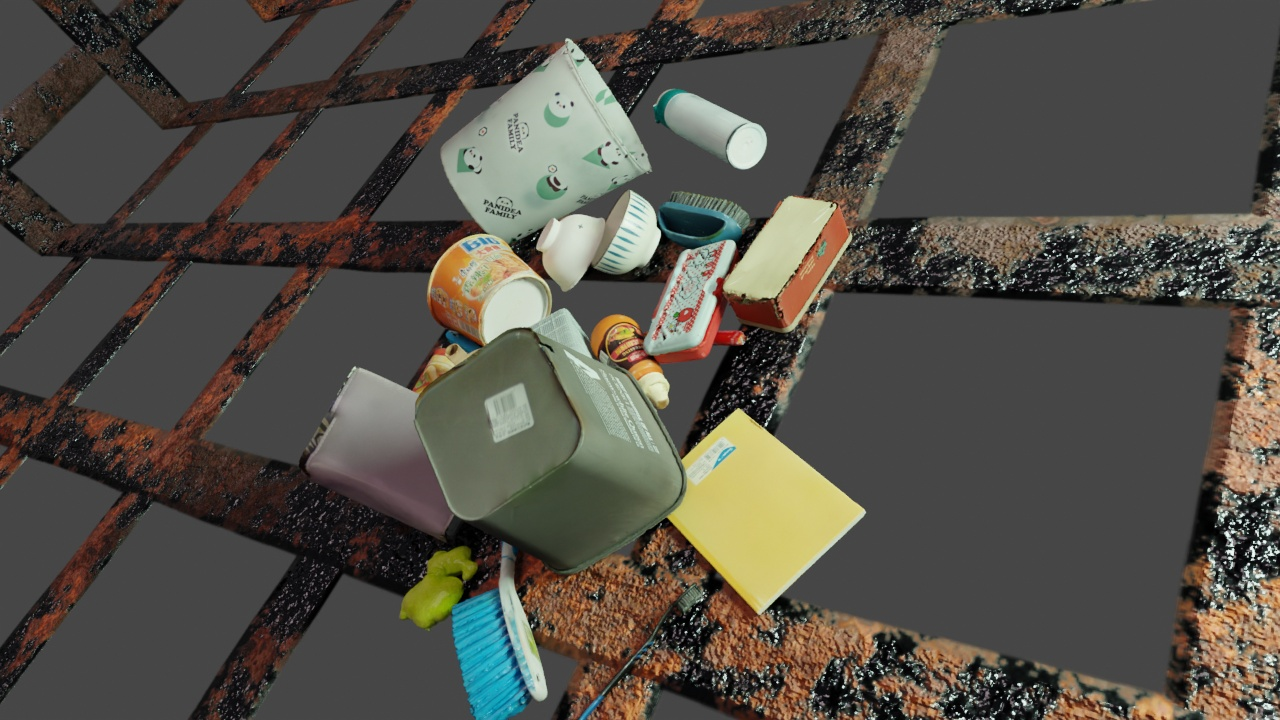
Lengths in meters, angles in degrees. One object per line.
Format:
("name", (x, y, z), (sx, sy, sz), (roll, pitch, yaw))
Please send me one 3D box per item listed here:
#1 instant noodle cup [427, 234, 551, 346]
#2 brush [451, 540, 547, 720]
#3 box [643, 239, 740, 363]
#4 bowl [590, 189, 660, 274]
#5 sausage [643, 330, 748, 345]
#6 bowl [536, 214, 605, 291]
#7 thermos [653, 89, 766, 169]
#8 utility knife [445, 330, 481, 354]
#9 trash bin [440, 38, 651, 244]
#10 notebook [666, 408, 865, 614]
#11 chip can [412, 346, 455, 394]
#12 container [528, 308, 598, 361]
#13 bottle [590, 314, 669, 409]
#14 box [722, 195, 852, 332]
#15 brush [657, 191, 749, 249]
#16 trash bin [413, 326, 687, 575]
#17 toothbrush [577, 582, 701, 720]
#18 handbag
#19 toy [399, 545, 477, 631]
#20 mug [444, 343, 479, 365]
("instant noodle cup", (-0.202, -0.085, 1.271), (0.151, 0.151, 0.111), (-47, 51, -12))
("brush", (-0.157, 0.252, 1.004), (0.109, 0.060, 0.314), (-30, 40, -1))
("box", (0.064, -0.078, 1.135), (0.087, 0.047, 0.200), (-6, 41, 28))
("bowl", (-0.014, -0.168, 1.259), (0.117, 0.066, 0.116), (-58, 16, 27))
("sausage", (0.063, -0.027, 1.131), (0.156, 0.020, 0.020), (1, 53, 34))
("bowl", (-0.107, -0.163, 1.294), (0.119, 0.064, 0.118), (-51, 23, 31))
("thermos", (0.099, -0.353, 1.369), (0.073, 0.073, 0.224), (-40, 42, -5))
("utility knife", (-0.215, -0.001, 1.280), (0.018, 0.034, 0.186), (-43, 43, -20))
("trash bin", (-0.149, -0.318, 1.393), (0.252, 0.229, 0.229), (-30, 42, 13))
("notebook", (0.111, 0.147, 0.949), (0.145, 0.010, 0.206), (-42, 42, -7))
("chip can", (-0.292, 0.085, 1.224), (0.073, 0.073, 0.216), (1, 53, 34))
("container", (-0.102, 0.004, 1.161), (0.090, 0.090, 0.111), (-29, 40, 7))
("bottle", (-0.007, 0.007, 1.120), (0.067, 0.067, 0.149), (-36, 49, 0))
("box", (0.173, -0.124, 1.105), (0.091, 0.077, 0.168), (17, 63, 41))
("brush", (0.077, -0.184, 1.237), (0.144, 0.055, 0.073), (20, 65, 42))
("trash bin", (-0.094, 0.088, 0.940), (0.199, 0.219, 0.199), (-34, 62, 8))
("toothbrush", (-0.005, 0.291, 0.893), (0.016, 0.014, 0.189), (38, 77, 23))
("handbag", (-0.288, 0.117, 1.108), (0.197, 0.099, 0.144), (25, 57, 1))
("toy", (-0.231, 0.261, 1.054), (0.097, 0.031, 0.100), (-17, 45, 17))
("mug", (-0.193, 0.039, 1.175), (0.084, 0.103, 0.125), (-44, 43, -10))
